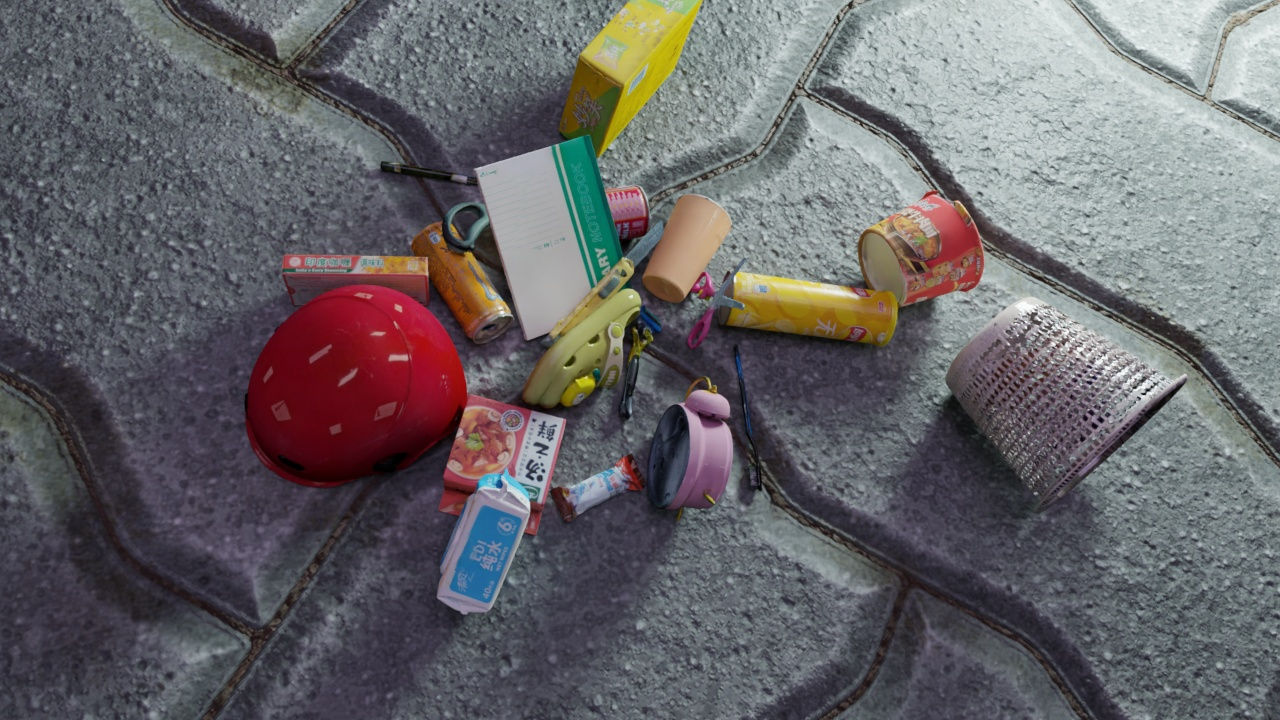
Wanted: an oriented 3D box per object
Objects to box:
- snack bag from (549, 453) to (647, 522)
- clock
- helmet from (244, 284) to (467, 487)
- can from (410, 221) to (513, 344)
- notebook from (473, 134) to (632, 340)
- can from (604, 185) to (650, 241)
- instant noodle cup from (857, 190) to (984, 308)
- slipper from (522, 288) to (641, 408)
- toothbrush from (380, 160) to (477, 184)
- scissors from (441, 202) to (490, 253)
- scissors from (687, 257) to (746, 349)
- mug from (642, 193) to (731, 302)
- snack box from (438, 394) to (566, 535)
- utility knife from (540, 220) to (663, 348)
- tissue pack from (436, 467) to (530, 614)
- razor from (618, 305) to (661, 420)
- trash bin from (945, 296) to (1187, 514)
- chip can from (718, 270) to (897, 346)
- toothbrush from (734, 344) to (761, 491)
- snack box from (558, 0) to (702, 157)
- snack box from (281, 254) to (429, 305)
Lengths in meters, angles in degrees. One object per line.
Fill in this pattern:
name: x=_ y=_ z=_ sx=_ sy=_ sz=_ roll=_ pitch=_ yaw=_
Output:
snack bag: x=-0.047 y=0.143 z=1.029 sx=0.104 sy=0.026 sz=0.048 roll=-19 pitch=59 yaw=-19
clock: x=0.057 y=0.093 z=1.025 sx=0.059 sy=0.117 sz=0.158 roll=11 pitch=67 yaw=-18
helmet: x=-0.307 y=0.017 z=0.971 sx=0.239 sy=0.144 sz=0.207 roll=-35 pitch=79 yaw=-22
can: x=-0.211 y=-0.093 z=1.082 sx=0.058 sy=0.058 sz=0.146 roll=-30 pitch=75 yaw=-22
notebook: x=-0.098 y=-0.145 z=1.088 sx=0.150 sy=0.012 sz=0.209 roll=-22 pitch=109 yaw=-21
can: x=-0.042 y=-0.181 z=1.150 sx=0.093 sy=0.067 sz=0.066 roll=-12 pitch=69 yaw=-17
instant noodle cup: x=0.354 y=-0.133 z=1.180 sx=0.108 sy=0.138 sz=0.138 roll=-22 pitch=72 yaw=-11
slipper: x=-0.052 y=-0.006 z=1.061 sx=0.081 sy=0.092 sz=0.190 roll=43 pitch=62 yaw=5
toothbrush: x=-0.235 y=-0.234 z=1.162 sx=0.185 sy=0.017 sz=0.012 roll=8 pitch=68 yaw=-8
scissors: x=-0.166 y=-0.149 z=1.107 sx=0.178 sy=0.019 sz=0.170 roll=-16 pitch=70 yaw=-44
scissors: x=0.088 y=-0.069 z=1.114 sx=0.017 sy=0.133 sz=0.135 roll=22 pitch=94 yaw=-28
mug: x=0.054 y=-0.137 z=1.149 sx=0.078 sy=0.078 sz=0.122 roll=29 pitch=69 yaw=2
snack box: x=-0.152 y=0.114 z=1.010 sx=0.113 sy=0.044 sz=0.126 roll=15 pitch=65 yaw=-5
utility knife: x=-0.042 y=-0.090 z=1.113 sx=0.212 sy=0.022 sz=0.031 roll=-50 pitch=122 yaw=-14
tissue pack: x=-0.159 y=0.182 z=0.931 sx=0.063 sy=0.090 sz=0.140 roll=22 pitch=90 yaw=-8
razor: x=-0.007 y=0.006 z=1.101 sx=0.042 sy=0.022 sz=0.142 roll=37 pitch=58 yaw=-44
trash bin: x=0.485 y=0.038 z=1.094 sx=0.227 sy=0.228 sz=0.192 roll=-31 pitch=63 yaw=-22
chip can: x=0.208 y=-0.066 z=1.148 sx=0.213 sy=0.072 sz=0.072 roll=7 pitch=65 yaw=-7
toothbrush: x=0.126 y=0.066 z=1.106 sx=0.016 sy=0.014 sz=0.189 roll=-11 pitch=66 yaw=10
snack box: x=-0.013 y=-0.388 z=1.197 sx=0.070 sy=0.158 sz=0.209 roll=34 pitch=64 yaw=1
snack box: x=-0.321 y=-0.090 z=1.048 sx=0.155 sy=0.077 sz=0.027 roll=0 pitch=67 yaw=-12
